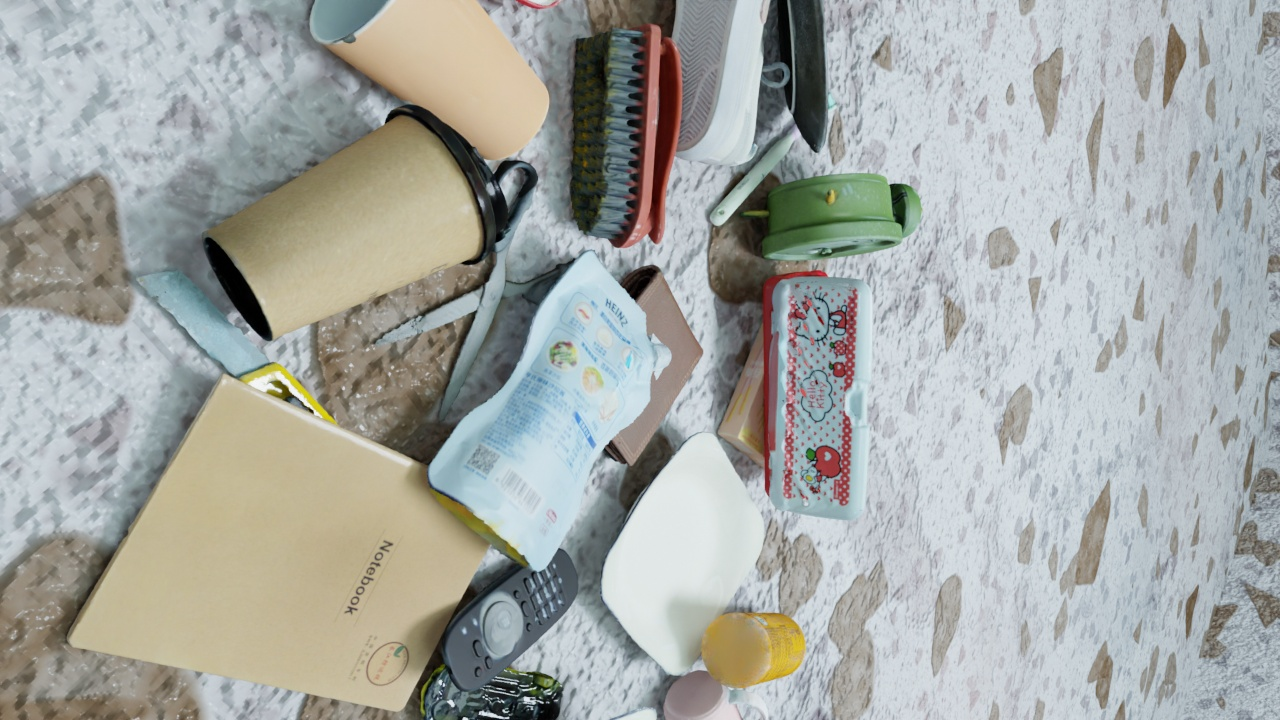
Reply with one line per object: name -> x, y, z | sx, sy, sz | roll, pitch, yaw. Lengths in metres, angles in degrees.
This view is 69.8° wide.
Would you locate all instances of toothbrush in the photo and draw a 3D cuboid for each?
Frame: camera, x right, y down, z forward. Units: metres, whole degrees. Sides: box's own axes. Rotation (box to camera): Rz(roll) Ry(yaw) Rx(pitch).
toothbrush -> 0.113, -0.176, 0.786 | 0.189, 0.029, 0.020 | -49, 169, -28

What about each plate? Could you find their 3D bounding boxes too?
plate -> -0.069, 0.308, 0.634 | 0.163, 0.034, 0.164 | -4, 123, -49
plate -> 0.124, -0.253, 0.721 | 0.179, 0.024, 0.179 | -6, 89, -84
plate -> 0.030, 0.153, 0.742 | 0.163, 0.034, 0.164 | -53, 130, -27

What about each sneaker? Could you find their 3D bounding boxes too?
sneaker -> 0.071, -0.262, 0.674 | 0.090, 0.090, 0.242 | 3, 95, -49

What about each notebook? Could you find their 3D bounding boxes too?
notebook -> -0.179, 0.113, 0.516 | 0.207, 0.008, 0.147 | 35, 79, -43

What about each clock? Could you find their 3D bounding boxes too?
clock -> 0.172, -0.121, 0.789 | 0.161, 0.116, 0.056 | -3, 89, -44

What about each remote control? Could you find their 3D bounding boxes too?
remote control -> -0.088, 0.170, 0.615 | 0.136, 0.024, 0.053 | -29, 103, -55

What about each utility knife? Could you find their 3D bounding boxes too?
utility knife -> -0.188, 0.035, 0.502 | 0.033, 0.015, 0.223 | -52, 131, -27

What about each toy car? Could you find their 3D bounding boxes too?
toy car -> -0.101, 0.228, 0.618 | 0.105, 0.032, 0.048 | 23, 80, -35

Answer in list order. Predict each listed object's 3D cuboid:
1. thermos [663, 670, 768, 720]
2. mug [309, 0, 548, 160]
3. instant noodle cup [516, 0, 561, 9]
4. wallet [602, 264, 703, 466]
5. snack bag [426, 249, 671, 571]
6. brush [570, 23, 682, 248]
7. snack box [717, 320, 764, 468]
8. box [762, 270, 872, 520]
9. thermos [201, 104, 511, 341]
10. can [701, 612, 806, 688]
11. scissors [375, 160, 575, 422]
thermos -> 0.080, 0.356, 0.795 | 0.067, 0.087, 0.199 | -74, 152, -61
mug -> -0.110, -0.169, 0.511 | 0.122, 0.078, 0.078 | 38, 69, -48
instant noodle cup -> -0.050, -0.274, 0.516 | 0.116, 0.124, 0.116 | 7, 92, -47
wallet -> -0.004, 0.004, 0.684 | 0.124, 0.032, 0.101 | -55, 134, -24
snack bag -> -0.050, 0.031, 0.593 | 0.110, 0.039, 0.190 | 43, 62, -23
brush -> -0.007, -0.150, 0.628 | 0.069, 0.063, 0.146 | -3, 100, -33
snack box -> 0.127, 0.013, 0.827 | 0.084, 0.026, 0.157 | 37, 70, -44
box -> 0.155, 0.028, 0.765 | 0.095, 0.101, 0.201 | -12, 105, -43
thermos -> -0.146, -0.070, 0.481 | 0.143, 0.093, 0.093 | -36, 122, -29
can -> 0.101, 0.246, 0.786 | 0.146, 0.058, 0.058 | 34, 71, -64
scissors -> -0.093, -0.044, 0.595 | 0.159, 0.014, 0.181 | 12, 90, -45
